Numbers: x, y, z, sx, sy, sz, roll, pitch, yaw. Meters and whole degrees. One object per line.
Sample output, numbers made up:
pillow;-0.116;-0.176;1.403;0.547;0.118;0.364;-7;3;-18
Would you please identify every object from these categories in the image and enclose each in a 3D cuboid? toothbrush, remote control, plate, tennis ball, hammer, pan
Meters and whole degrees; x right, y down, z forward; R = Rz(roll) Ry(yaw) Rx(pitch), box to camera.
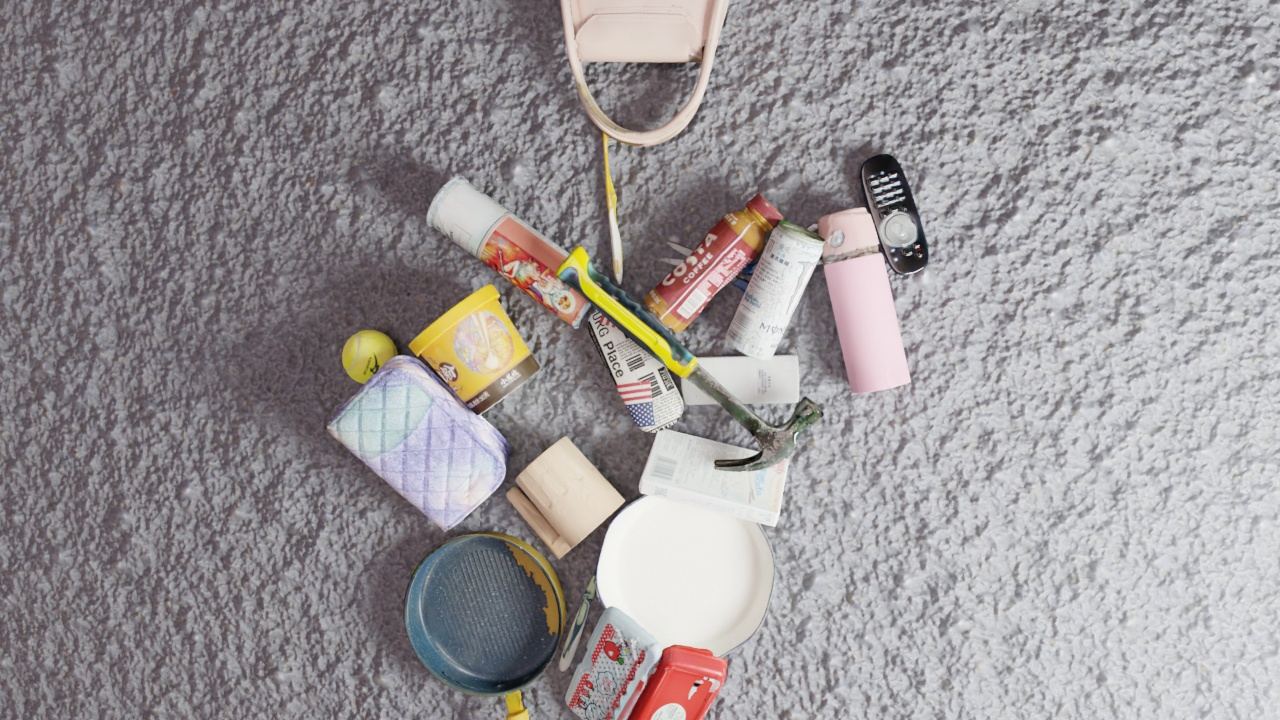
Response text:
toothbrush;-0.030;-0.184;1.069;0.018;0.016;0.191;-5;92;1
remote control;0.279;-0.160;1.015;0.053;0.024;0.136;-18;91;-1
plate;0.053;0.243;1.060;0.205;0.045;0.205;0;88;9
remote control;0.114;0.022;1.056;0.135;0.019;0.056;-2;93;9
tennis ball;-0.324;-0.004;1.102;0.065;0.065;0.065;1;94;9
hammer;0.037;-0.001;1.002;0.323;0.031;0.126;40;102;-1
pan;-0.162;0.380;1.093;0.198;0.078;0.357;-21;90;10
toothbrush;-0.065;0.288;1.103;0.016;0.018;0.192;20;96;8

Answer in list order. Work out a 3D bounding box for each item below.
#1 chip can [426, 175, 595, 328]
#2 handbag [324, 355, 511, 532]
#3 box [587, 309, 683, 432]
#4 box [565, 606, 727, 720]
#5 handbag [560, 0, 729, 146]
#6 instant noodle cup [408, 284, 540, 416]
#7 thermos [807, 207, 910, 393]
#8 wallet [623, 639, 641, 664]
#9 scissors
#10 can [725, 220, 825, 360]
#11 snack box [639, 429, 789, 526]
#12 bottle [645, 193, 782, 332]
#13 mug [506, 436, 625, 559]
chip can;-0.141;-0.126;1.062;0.215;0.071;0.071;35;98;5
handbag;-0.253;0.096;1.072;0.134;0.075;0.194;-41;103;13
box;-0.006;0.006;1.066;0.069;0.052;0.164;-28;82;20
box;-0.001;0.377;1.045;0.161;0.058;0.202;24;125;5
handbag;0.002;-0.359;1.022;0.193;0.093;0.234;3;99;8
instant noodle cup;-0.186;-0.008;1.059;0.118;0.118;0.114;-35;96;9
thermos;0.235;-0.064;1.013;0.087;0.067;0.198;-13;92;38
wallet;0.027;0.338;1.092;0.122;0.020;0.096;42;94;6
scissors;0.111;-0.110;1.053;0.133;0.012;0.172;-43;85;11
can;0.147;-0.076;1.006;0.058;0.058;0.147;25;109;7
snack box;0.084;0.130;1.037;0.157;0.084;0.027;14;134;8
bottle;0.083;-0.110;1.023;0.057;0.057;0.175;46;102;4
mug;-0.094;0.163;1.076;0.103;0.084;0.125;48;125;5
